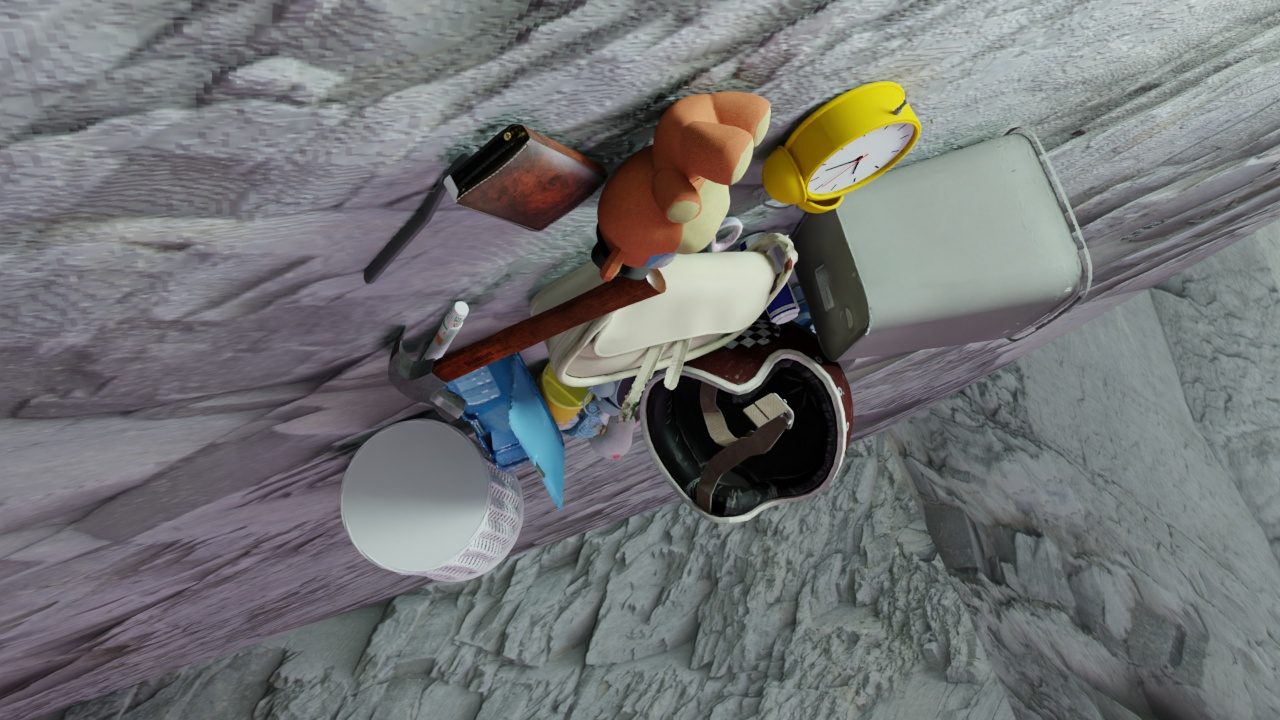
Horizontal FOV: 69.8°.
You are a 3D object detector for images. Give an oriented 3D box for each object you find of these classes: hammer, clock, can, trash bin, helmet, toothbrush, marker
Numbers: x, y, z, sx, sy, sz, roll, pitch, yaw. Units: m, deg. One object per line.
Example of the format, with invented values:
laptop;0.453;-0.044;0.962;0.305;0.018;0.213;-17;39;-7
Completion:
hammer;-0.107;-0.022;0.818;0.301;0.028;0.111;-21;136;31
clock;-0.006;0.006;1.081;0.159;0.045;0.123;-41;155;-11
clock;0.168;-0.175;0.783;0.152;0.052;0.113;-35;161;29
can;-0.103;0.043;1.135;0.067;0.067;0.105;-14;163;-29
trash bin;0.296;-0.105;0.959;0.220;0.197;0.198;-13;164;-10
helmet;0.120;0.062;1.033;0.252;0.234;0.234;-26;130;-36
can;0.135;-0.086;0.958;0.032;0.095;0.032;-20;167;-5
toothbrush;-0.161;-0.098;0.658;0.013;0.013;0.168;-6;159;-46
marker;-0.192;-0.019;0.888;0.017;0.017;0.146;-13;163;-31

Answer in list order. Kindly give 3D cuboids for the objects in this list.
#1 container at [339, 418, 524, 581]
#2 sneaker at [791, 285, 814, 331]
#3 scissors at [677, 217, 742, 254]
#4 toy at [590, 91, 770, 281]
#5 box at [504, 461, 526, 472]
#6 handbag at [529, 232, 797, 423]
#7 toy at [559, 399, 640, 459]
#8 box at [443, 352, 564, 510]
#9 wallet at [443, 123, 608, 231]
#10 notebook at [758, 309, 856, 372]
container;-0.259;0.182;1.169;0.189;0.189;0.187;-21;164;-1
sneaker;0.198;-0.033;1.230;0.241;0.098;0.083;-26;167;12
scissors;0.083;-0.111;0.956;0.108;0.016;0.179;-28;163;21
toy;0.021;-0.124;0.671;0.177;0.096;0.111;-29;-159;38
box;-0.157;0.105;1.259;0.069;0.064;0.210;-27;179;-2
handbag;0.031;-0.040;0.886;0.228;0.132;0.185;-9;156;-39
toy;-0.053;0.090;1.304;0.131;0.105;0.205;-32;164;24
box;-0.144;0.087;1.023;0.094;0.110;0.232;-17;147;-1
wallet;-0.076;-0.125;0.640;0.072;0.019;0.123;-35;167;17
notebook;0.144;0.007;1.172;0.209;0.029;0.170;27;124;-21
